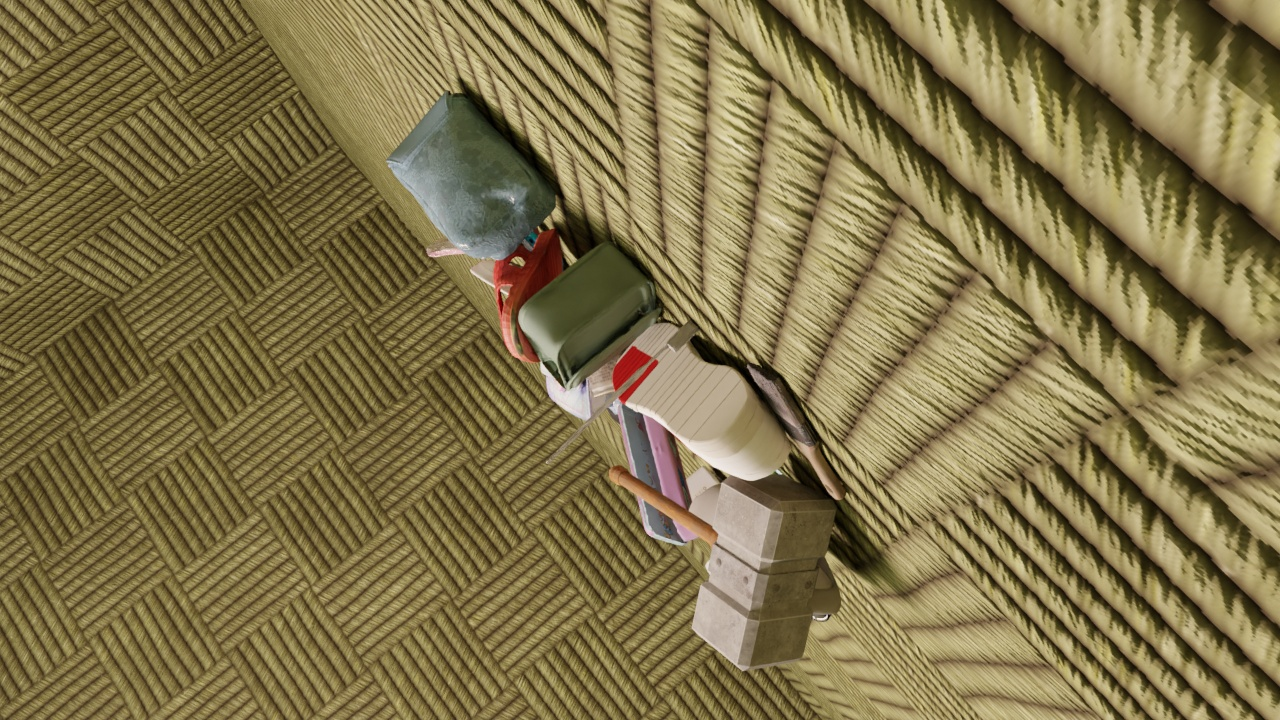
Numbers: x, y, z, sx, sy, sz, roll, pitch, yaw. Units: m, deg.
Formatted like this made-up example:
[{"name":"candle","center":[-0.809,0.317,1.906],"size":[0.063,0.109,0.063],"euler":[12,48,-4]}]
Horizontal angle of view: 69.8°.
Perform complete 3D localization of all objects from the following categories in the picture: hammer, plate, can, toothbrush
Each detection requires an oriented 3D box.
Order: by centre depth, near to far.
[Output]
[{"name":"toothbrush","center":[-0.015,0.030,0.817],"size":[0.010,0.181,0.010],"euler":[42,173,29]},{"name":"hammer","center":[0.052,0.168,0.957],"size":[0.082,0.163,0.318],"euler":[4,-168,-34]},{"name":"can","center":[-0.043,-0.033,0.965],"size":[0.054,0.054,0.135],"euler":[153,100,-81]},{"name":"plate","center":[-0.136,-0.093,1.220],"size":[0.182,0.034,0.182],"euler":[27,-175,-3]}]

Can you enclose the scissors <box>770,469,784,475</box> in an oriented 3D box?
[{"name":"scissors","center":[0.127,0.102,0.938],"size":[0.172,0.021,0.171],"euler":[48,166,28]}]

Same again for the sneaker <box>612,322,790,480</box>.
[{"name":"sneaker","center":[0.059,0.044,0.858],"size":[0.104,0.090,0.237],"euler":[43,175,-29]}]

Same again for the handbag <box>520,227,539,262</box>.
[{"name":"handbag","center":[-0.140,-0.158,1.184],"size":[0.055,0.029,0.120],"euler":[46,165,15]}]

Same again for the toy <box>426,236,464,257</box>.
[{"name":"toy","center":[-0.193,-0.194,1.139],"size":[0.105,0.130,0.206],"euler":[29,160,-3]}]

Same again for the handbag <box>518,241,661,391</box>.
[{"name":"handbag","center":[-0.043,-0.038,0.877],"size":[0.067,0.121,0.106],"euler":[45,166,25]}]

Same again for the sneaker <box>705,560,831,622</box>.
[{"name":"sneaker","center":[0.175,0.309,1.243],"size":[0.127,0.120,0.295],"euler":[61,179,28]}]

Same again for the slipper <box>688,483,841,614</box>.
[{"name":"slipper","center":[0.141,0.186,1.017],"size":[0.113,0.081,0.266],"euler":[8,-168,-18]}]

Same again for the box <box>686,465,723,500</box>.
[{"name":"box","center":[0.124,0.199,1.274],"size":[0.107,0.091,0.102],"euler":[51,180,35]}]

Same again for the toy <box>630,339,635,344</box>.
[{"name":"toy","center":[-0.006,0.006,1.057],"size":[0.095,0.065,0.128],"euler":[60,176,3]}]

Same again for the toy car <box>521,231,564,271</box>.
[{"name":"toy car","center":[-0.119,-0.132,1.143],"size":[0.048,0.032,0.105],"euler":[46,175,30]}]

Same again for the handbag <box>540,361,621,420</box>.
[{"name":"handbag","center":[-0.090,0.009,1.307],"size":[0.159,0.069,0.126],"euler":[26,126,61]}]

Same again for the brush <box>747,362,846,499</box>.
[{"name":"brush","center":[0.132,0.061,0.756],"size":[0.151,0.012,0.039],"euler":[56,169,-27]}]

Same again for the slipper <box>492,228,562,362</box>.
[{"name":"slipper","center":[-0.124,-0.072,0.976],"size":[0.248,0.059,0.104],"euler":[-81,-12,-65]}]

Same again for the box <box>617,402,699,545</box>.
[{"name":"box","center":[0.027,0.139,1.202],"size":[0.078,0.065,0.213],"euler":[43,-156,-45]}]

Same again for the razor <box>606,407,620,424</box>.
[{"name":"razor","center":[-0.021,0.046,1.340],"size":[0.053,0.063,0.141],"euler":[46,155,31]}]

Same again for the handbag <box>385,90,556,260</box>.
[{"name":"handbag","center":[-0.170,-0.186,0.957],"size":[0.192,0.122,0.118],"euler":[44,-174,26]}]
